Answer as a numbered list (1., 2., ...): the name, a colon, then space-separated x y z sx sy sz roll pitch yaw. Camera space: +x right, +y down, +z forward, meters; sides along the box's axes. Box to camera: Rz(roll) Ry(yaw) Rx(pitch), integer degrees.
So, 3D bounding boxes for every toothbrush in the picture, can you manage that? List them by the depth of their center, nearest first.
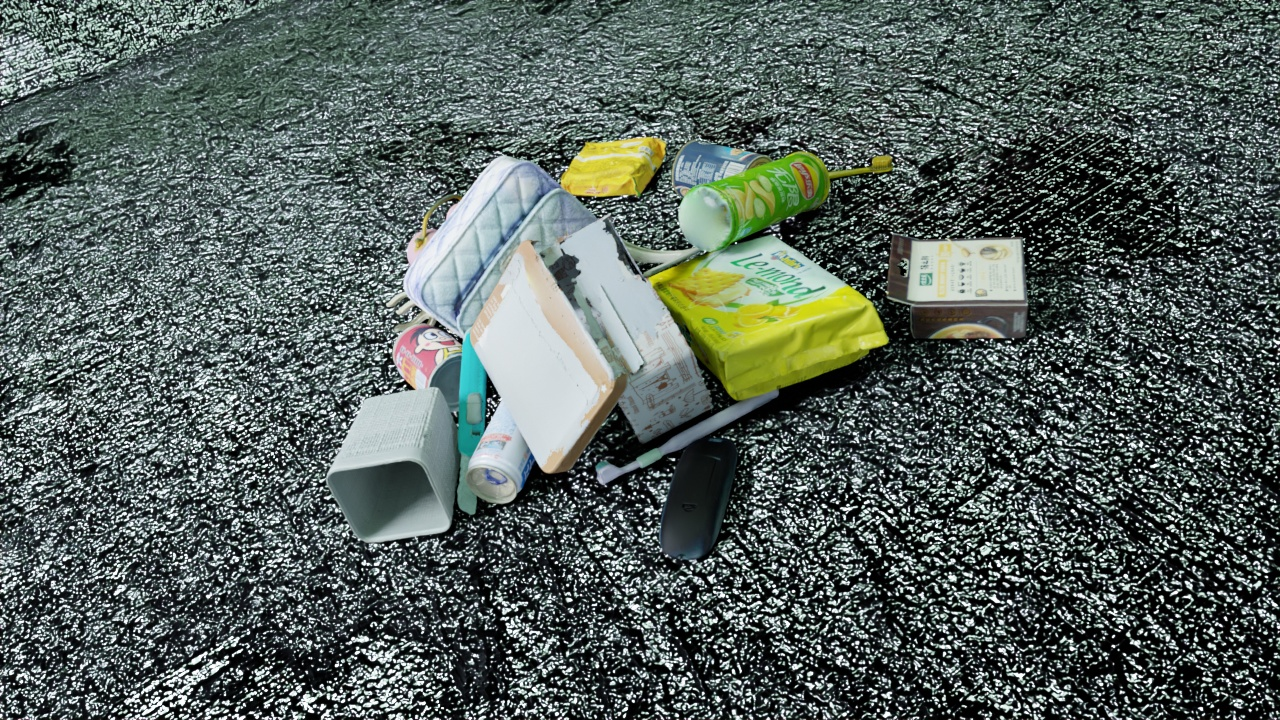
1. toothbrush: 0.046 0.065 0.840 0.189 0.029 0.021 -25 79 -15
2. toothbrush: 0.220 -0.234 1.156 0.190 0.017 0.015 -7 38 10

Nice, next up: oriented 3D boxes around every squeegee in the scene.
1. squeegee: -0.024 -0.138 1.065 0.247 0.039 0.245 15 26 28

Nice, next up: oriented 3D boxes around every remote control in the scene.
1. remote control: 0.049 0.109 0.778 0.053 0.024 0.136 1 41 18

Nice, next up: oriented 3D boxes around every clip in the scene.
1. clip: -0.250 -0.075 1.073 0.104 0.083 0.035 -43 44 -16

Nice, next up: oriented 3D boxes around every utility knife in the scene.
1. utility knife: -0.160 0.049 0.878 0.029 0.013 0.207 0 60 -6

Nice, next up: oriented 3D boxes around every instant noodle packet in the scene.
1. instant noodle packet: -0.036 -0.262 1.255 0.129 0.044 0.110 4 48 28

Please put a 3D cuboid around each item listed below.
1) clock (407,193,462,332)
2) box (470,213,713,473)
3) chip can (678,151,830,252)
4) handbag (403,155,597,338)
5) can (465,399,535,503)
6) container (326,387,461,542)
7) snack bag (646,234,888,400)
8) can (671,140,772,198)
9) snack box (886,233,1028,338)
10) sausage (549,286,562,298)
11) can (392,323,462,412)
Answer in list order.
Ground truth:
1. clock: -0.201 -0.112 1.026 0.060 0.159 0.117 24 55 29
2. box: -0.057 -0.005 0.828 0.178 0.153 0.182 -29 60 1
3. chip can: 0.129 -0.180 1.022 0.073 0.073 0.220 17 30 34
4. handbag: -0.144 -0.106 0.963 0.194 0.134 0.075 -54 37 -3
5. can: -0.116 0.068 0.861 0.053 0.053 0.134 0 40 19
6. container: -0.218 0.090 0.840 0.090 0.090 0.114 -9 35 6
7. snack bag: 0.110 -0.046 0.907 0.158 0.068 0.246 -18 29 -11
8. can: 0.105 -0.226 1.137 0.111 0.075 0.075 24 52 39
9. snack box: 0.309 -0.075 0.897 0.126 0.053 0.113 0 40 20
10. sausage: -0.061 -0.068 1.039 0.165 0.021 0.021 11 45 30
11. can: -0.213 0.006 0.961 0.066 0.067 0.094 -34 41 -23
